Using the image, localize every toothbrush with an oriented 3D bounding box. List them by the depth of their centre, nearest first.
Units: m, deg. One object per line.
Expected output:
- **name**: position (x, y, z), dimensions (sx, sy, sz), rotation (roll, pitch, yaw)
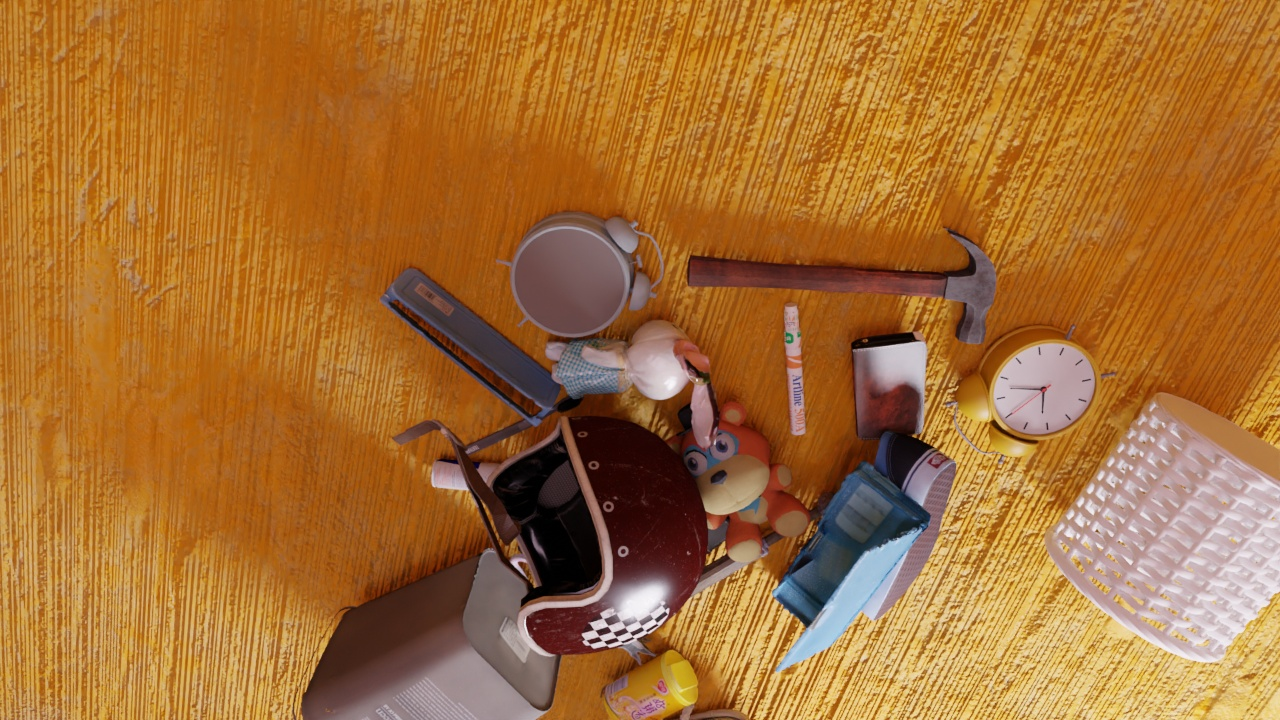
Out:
- **toothbrush**: position (-0.135, 0.074, 1.013), dimensions (0.168, 0.013, 0.013), rotation (-25, 109, 17)

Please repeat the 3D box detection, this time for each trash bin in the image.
- **trash bin**: position (-0.222, 0.346, 1.032), dimensions (0.220, 0.197, 0.197), rotation (-32, 111, 18)

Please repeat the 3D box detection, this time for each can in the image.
- **can**: position (-0.185, 0.130, 1.029), dimensions (0.095, 0.032, 0.032), rotation (5, 114, 3)
- **can**: position (0.011, 0.403, 1.113), dimensions (0.105, 0.067, 0.067), rotation (-34, 107, 18)

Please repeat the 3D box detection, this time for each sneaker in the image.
- **sneaker**: position (0.266, 0.175, 1.003), dimensions (0.098, 0.083, 0.242), rotation (36, 135, 36)

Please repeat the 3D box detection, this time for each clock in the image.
- **clock**: position (-0.056, -0.087, 0.918), dimensions (0.159, 0.045, 0.122), rotation (-11, 113, 11)
- **clock**: position (0.391, 0.033, 0.930), dimensions (0.152, 0.052, 0.113), rotation (-42, 104, 16)

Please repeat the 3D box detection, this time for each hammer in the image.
- **hammer**: position (0.196, -0.080, 0.904), dimensions (0.301, 0.028, 0.111), rotation (3, 113, 1)
- **hammer**: position (0.087, 0.235, 1.038), dimensions (0.317, 0.028, 0.147), rotation (-33, 130, 12)

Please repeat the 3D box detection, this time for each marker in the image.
- **marker**: position (0.161, 0.010, 0.957), dimensions (0.017, 0.017, 0.146), rotation (-5, 113, 7)

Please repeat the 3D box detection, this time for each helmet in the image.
- **helmet**: position (-0.064, 0.166, 0.907), dimensions (0.253, 0.233, 0.234), rotation (-25, 131, -1)

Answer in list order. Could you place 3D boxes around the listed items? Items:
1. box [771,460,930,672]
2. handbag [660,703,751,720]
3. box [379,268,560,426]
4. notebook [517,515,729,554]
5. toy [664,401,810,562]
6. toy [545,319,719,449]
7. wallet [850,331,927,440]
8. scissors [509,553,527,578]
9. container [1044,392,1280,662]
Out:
- **box**: position (0.194, 0.226, 0.954), dimensions (0.094, 0.109, 0.232), rotation (42, 134, 21)
- **handbag**: position (0.030, 0.502, 1.103), dimensions (0.230, 0.183, 0.132), rotation (-17, 109, 29)
- **box**: position (-0.184, -0.003, 0.955), dimensions (0.210, 0.069, 0.064), rotation (38, 118, -11)
- **notebook**: position (-0.018, 0.198, 1.050), dimensions (0.169, 0.029, 0.209), rotation (42, 109, -13)
- **toy**: position (0.097, 0.121, 0.971), dimensions (0.112, 0.096, 0.176), rotation (-35, 79, 19)
- **toy**: position (-0.006, 0.006, 0.938), dimensions (0.206, 0.105, 0.131), rotation (8, 137, 27)
- **wallet**: position (0.254, 0.028, 0.939), dimensions (0.072, 0.019, 0.123), rotation (-6, 127, 7)
- **scissors**: position (-0.113, 0.292, 1.093), dimensions (0.109, 0.016, 0.179), rotation (-32, 108, 33)
- **container**: position (0.534, 0.159, 0.897), dimensions (0.189, 0.189, 0.187), rotation (24, 112, -6)
